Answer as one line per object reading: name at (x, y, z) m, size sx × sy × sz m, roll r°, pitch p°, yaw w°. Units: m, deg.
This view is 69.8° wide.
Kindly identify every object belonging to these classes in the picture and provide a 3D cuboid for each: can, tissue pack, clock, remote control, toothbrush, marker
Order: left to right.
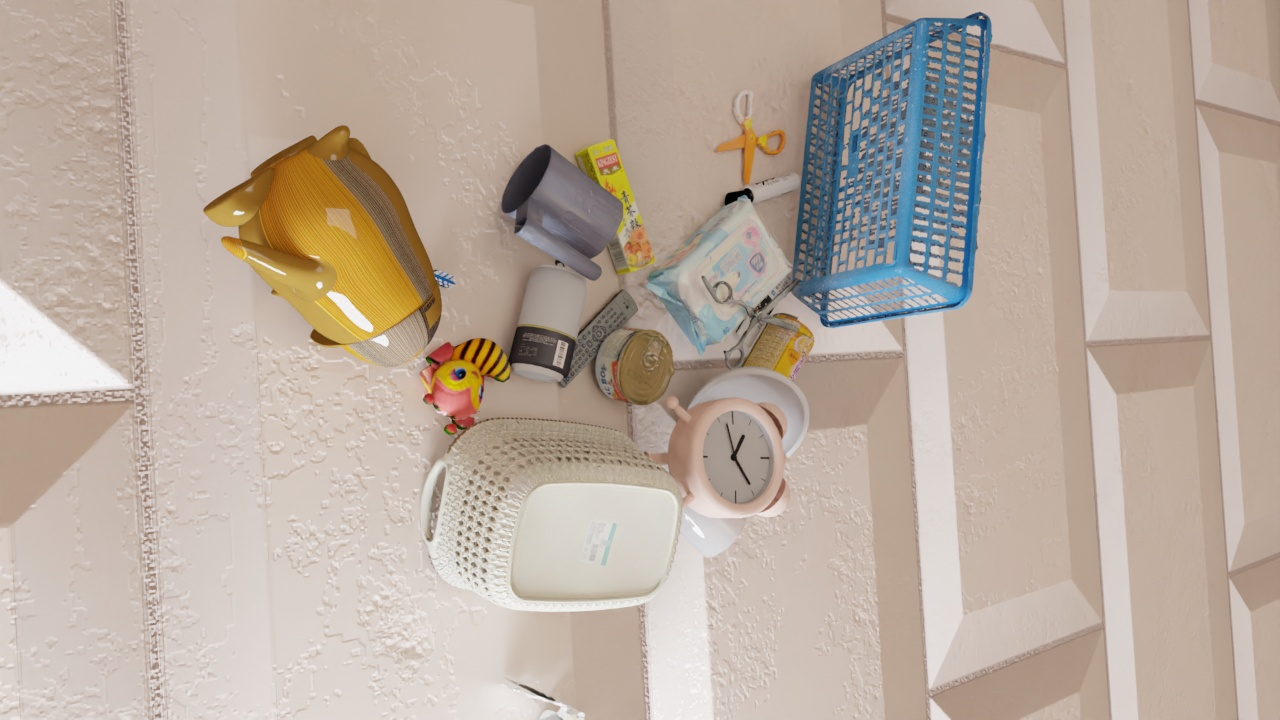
toothbrush at (-0.255, -0.106, 0.888) m, size 0.167 × 0.014 × 0.014 m, roll 23°, pitch 85°, yaw -33°
can at (-0.095, -0.044, 0.967) m, size 0.064 × 0.064 × 0.127 m, roll 20°, pitch 76°, yaw -33°
remote control at (-0.052, -0.027, 1.028) m, size 0.136 × 0.013 × 0.033 m, roll -49°, pitch 114°, yaw -27°
can at (-0.006, 0.006, 1.032) m, size 0.086 × 0.043 × 0.086 m, roll -8°, pitch 102°, yaw -41°
tissue pack at (0.095, -0.102, 1.103) m, size 0.181 × 0.070 × 0.112 m, roll -45°, pitch 113°, yaw -28°
clock at (0.092, 0.109, 1.023) m, size 0.160 × 0.086 × 0.131 m, roll 4°, pitch 80°, yaw -26°
marker at (0.156, -0.218, 1.180) m, size 0.125 × 0.025 × 0.025 m, roll -23°, pitch 101°, yaw -34°
remote control at (0.158, -0.071, 1.181) m, size 0.028 × 0.012 × 0.124 m, roll 46°, pitch 63°, yaw -25°
can at (0.169, 0.000, 1.151) m, size 0.067 × 0.068 × 0.104 m, roll 45°, pitch 63°, yaw -25°

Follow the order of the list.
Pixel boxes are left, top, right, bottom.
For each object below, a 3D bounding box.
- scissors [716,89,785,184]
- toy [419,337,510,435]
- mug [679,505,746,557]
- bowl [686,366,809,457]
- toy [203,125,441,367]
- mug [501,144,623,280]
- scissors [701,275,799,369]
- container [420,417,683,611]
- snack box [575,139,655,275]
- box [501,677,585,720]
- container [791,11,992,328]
scissors at (0.140, -0.292, 1.181) m, size 0.125 × 0.011 × 0.127 m, roll -26°, pitch 101°, yaw -35°
toy at (-0.178, 0.020, 0.918) m, size 0.084 × 0.046 × 0.103 m, roll 52°, pitch 57°, yaw -14°
mug at (0.072, 0.162, 1.081) m, size 0.089 × 0.071 × 0.107 m, roll 46°, pitch 35°, yaw -15°
bowl at (0.124, 0.065, 1.099) m, size 0.149 × 0.043 × 0.150 m, roll -2°, pitch 120°, yaw -3°
toy at (-0.261, -0.085, 0.807) m, size 0.203 × 0.163 × 0.198 m, roll 59°, pitch 29°, yaw -26°
mug at (-0.081, -0.150, 0.960) m, size 0.104 × 0.084 × 0.123 m, roll 31°, pitch 39°, yaw -32°
scissors at (0.129, -0.059, 1.077) m, size 0.173 × 0.014 × 0.141 m, roll 38°, pitch 79°, yaw -36°
container at (-0.078, 0.160, 0.920) m, size 0.245 × 0.143 × 0.184 m, roll 7°, pitch 96°, yaw -35°
snack box at (-0.028, -0.173, 1.044) m, size 0.040 × 0.029 × 0.148 m, roll -27°, pitch 103°, yaw -34°
box at (-0.095, 0.381, 0.917) m, size 0.137 × 0.109 × 0.125 m, roll 38°, pitch 65°, yaw -29°
container at (0.295, -0.235, 1.144) m, size 0.089 × 0.258 × 0.362 m, roll 11°, pitch 81°, yaw -28°
